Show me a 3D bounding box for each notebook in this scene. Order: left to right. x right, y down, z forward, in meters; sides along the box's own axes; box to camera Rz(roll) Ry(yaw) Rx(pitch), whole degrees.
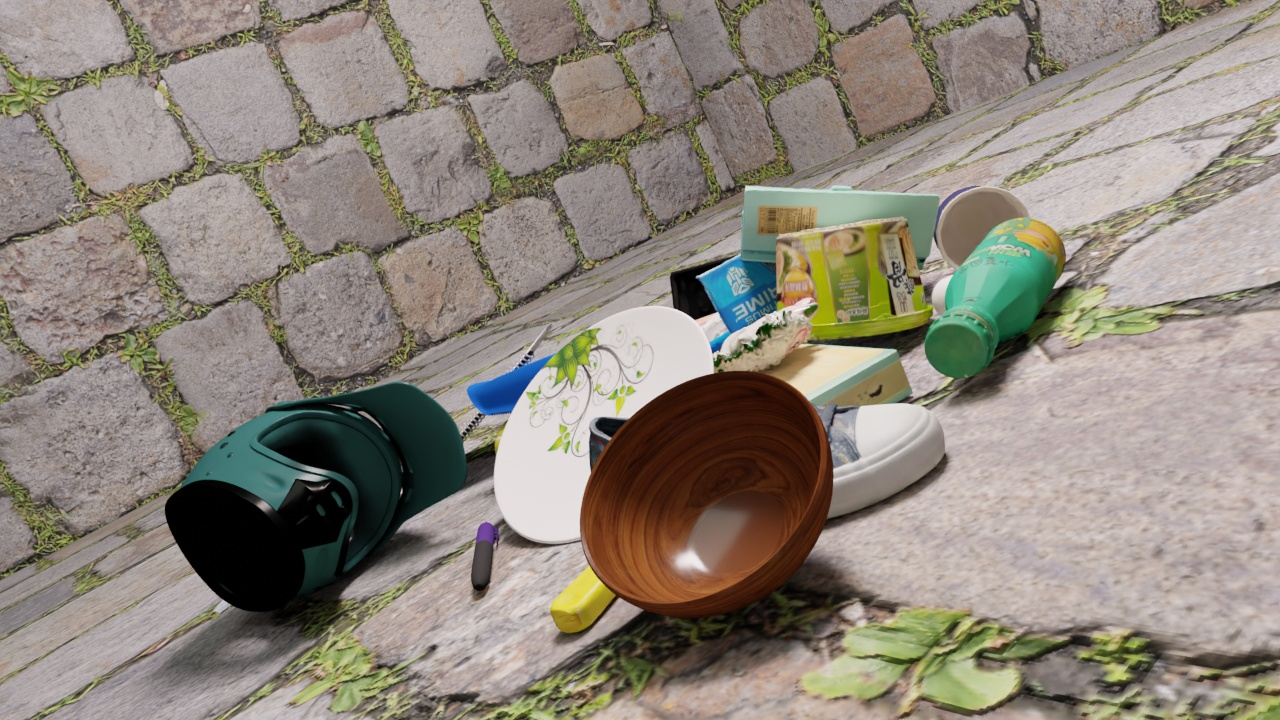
[{"bbox_3d":[-0.191,0.063,1.080,0.246,0.013,0.177,-50,7,11],"label":"notebook"}]

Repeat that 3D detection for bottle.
[{"bbox_3d":[0.267,-0.048,0.695,0.068,0.068,0.209,-16,14,40],"label":"bottle"}]

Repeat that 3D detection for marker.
[{"bbox_3d":[-0.125,0.157,0.740,0.018,0.015,0.134,2,8,-8],"label":"marker"}]

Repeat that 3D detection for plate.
[{"bbox_3d":[-0.028,0.055,0.775,0.230,0.030,0.228,-26,41,25],"label":"plate"}]

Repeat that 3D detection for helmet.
[{"bbox_3d":[-0.303,0.120,0.874,0.276,0.176,0.199,-19,15,42],"label":"helmet"}]

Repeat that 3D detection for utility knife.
[{"bbox_3d":[-0.003,0.123,0.613,0.029,0.020,0.172,-7,20,36],"label":"utility knife"}]

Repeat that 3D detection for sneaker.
[{"bbox_3d":[0.068,0.054,0.584,0.236,0.079,0.087,-13,16,22],"label":"sneaker"}]

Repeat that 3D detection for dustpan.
[{"bbox_3d":[-0.006,0.005,0.905,0.245,0.059,0.258,-9,-9,-36],"label":"dustpan"}]

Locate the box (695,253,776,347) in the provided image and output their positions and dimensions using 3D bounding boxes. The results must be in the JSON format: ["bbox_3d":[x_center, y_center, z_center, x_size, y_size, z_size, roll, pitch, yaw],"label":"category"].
[{"bbox_3d":[0.157,-0.086,1.006,0.242,0.115,0.094,-30,11,-28],"label":"box"}]

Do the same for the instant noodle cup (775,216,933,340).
[{"bbox_3d":[0.188,-0.075,0.836,0.146,0.098,0.146,-7,6,1],"label":"instant noodle cup"}]

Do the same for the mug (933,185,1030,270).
[{"bbox_3d":[0.348,-0.129,0.912,0.112,0.086,0.089,13,16,8],"label":"mug"}]

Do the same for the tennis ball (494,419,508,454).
[{"bbox_3d":[-0.114,0.085,0.923,0.065,0.065,0.065,-24,11,5],"label":"tennis ball"}]

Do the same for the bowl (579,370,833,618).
[{"bbox_3d":[0.046,0.084,0.512,0.147,0.069,0.147,-22,42,20],"label":"bowl"}]

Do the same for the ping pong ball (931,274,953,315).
[{"bbox_3d":[0.273,-0.054,0.792,0.040,0.040,0.040,-24,11,5],"label":"ping pong ball"}]

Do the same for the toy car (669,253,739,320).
[{"bbox_3d":[0.125,-0.089,1.229,0.071,0.094,0.192,-7,-2,-34],"label":"toy car"}]

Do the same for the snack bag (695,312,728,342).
[{"bbox_3d":[0.054,-0.022,1.147,0.116,0.036,0.076,-18,12,34],"label":"snack bag"}]

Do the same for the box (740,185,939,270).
[{"bbox_3d":[0.195,-0.146,0.913,0.188,0.093,0.077,5,45,5],"label":"box"}]

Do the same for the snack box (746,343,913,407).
[{"bbox_3d":[0.103,0.033,0.742,0.141,0.044,0.194,-27,11,-15],"label":"snack box"}]

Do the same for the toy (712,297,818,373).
[{"bbox_3d":[0.108,-0.020,0.752,0.096,0.041,0.108,-31,1,42],"label":"toy"}]
